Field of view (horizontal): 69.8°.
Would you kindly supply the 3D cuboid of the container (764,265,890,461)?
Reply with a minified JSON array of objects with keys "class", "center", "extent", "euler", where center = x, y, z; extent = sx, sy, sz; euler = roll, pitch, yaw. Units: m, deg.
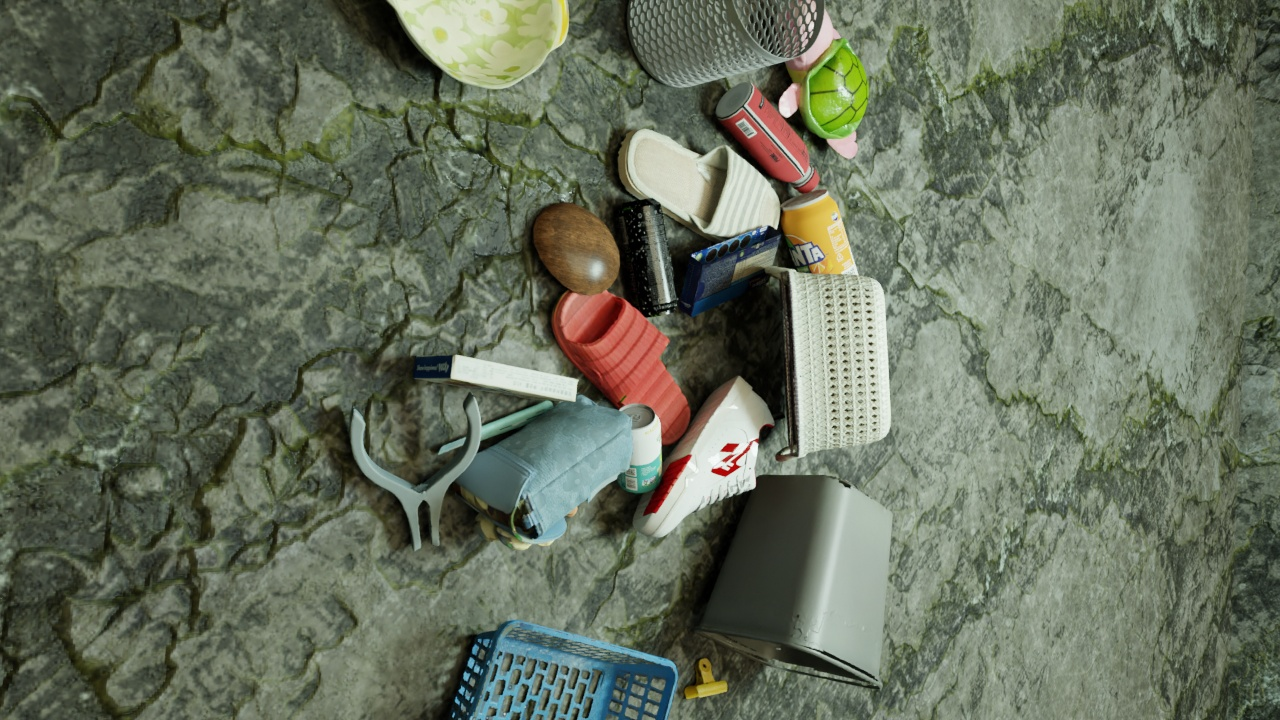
[{"class":"container","center":[0.237,0.001,1.175],"extent":[0.184,0.143,0.251],"euler":[-9,96,-83]}]

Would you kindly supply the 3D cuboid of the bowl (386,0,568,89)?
[{"class":"bowl","center":[-0.178,-0.367,0.930],"extent":[0.218,0.060,0.188],"euler":[1,89,-40]}]

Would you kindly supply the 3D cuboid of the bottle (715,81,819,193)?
[{"class":"bottle","center":[0.176,-0.288,1.219],"extent":[0.176,0.062,0.062],"euler":[38,67,-33]}]

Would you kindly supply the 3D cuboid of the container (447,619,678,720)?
[{"class":"container","center":[-0.121,0.467,0.969],"extent":[0.257,0.089,0.361],"euler":[28,73,-36]}]

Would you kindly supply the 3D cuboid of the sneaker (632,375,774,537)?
[{"class":"sneaker","center":[0.091,0.136,1.123],"extent":[0.104,0.091,0.235],"euler":[41,59,-8]}]

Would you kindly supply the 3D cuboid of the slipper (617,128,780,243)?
[{"class":"slipper","center":[0.085,-0.215,1.155],"extent":[0.272,0.054,0.114],"euler":[13,87,-38]}]

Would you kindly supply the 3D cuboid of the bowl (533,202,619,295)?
[{"class":"bowl","center":[-0.065,-0.130,1.027],"extent":[0.114,0.026,0.101],"euler":[49,53,-11]}]

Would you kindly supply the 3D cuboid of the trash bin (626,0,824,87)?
[{"class":"trash bin","center":[0.092,-0.409,1.070],"extent":[0.156,0.184,0.156],"euler":[0,91,-39]}]

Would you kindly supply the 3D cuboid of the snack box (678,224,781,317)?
[{"class":"snack box","center":[0.115,-0.115,1.169],"extent":[0.149,0.027,0.082],"euler":[-24,142,-36]}]

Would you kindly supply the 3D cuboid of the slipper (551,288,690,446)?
[{"class":"slipper","center":[-0.006,0.006,1.077],"extent":[0.249,0.059,0.103],"euler":[51,61,-29]}]

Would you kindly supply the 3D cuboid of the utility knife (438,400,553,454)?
[{"class":"utility knife","center":[-0.154,0.072,0.987],"extent":[0.147,0.015,0.022],"euler":[-20,135,-36]}]

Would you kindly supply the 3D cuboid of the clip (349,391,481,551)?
[{"class":"clip","center":[-0.243,0.099,0.895],"extent":[0.164,0.031,0.173],"euler":[16,96,-22]}]

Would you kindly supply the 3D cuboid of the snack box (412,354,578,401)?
[{"class":"snack box","center":[-0.148,0.019,0.946],"extent":[0.149,0.082,0.026],"euler":[12,82,-38]}]

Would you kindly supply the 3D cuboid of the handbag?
[{"class":"handbag","center":[-0.095,0.123,0.976],"extent":[0.191,0.122,0.119],"euler":[-33,128,-36]}]

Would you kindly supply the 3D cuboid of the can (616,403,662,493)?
[{"class":"can","center":[-0.003,0.103,1.061],"extent":[0.054,0.055,0.102],"euler":[-33,136,-34]}]

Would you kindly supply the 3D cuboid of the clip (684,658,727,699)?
[{"class":"clip","center":[0.084,0.412,1.178],"extent":[0.054,0.048,0.046],"euler":[6,112,-38]}]

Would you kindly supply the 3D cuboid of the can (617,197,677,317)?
[{"class":"can","center":[0.009,-0.122,1.090],"extent":[0.053,0.054,0.138],"euler":[-18,102,-38]}]

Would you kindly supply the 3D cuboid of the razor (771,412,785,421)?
[{"class":"razor","center":[0.159,0.085,1.238],"extent":[0.105,0.026,0.042],"euler":[-13,97,-43]}]

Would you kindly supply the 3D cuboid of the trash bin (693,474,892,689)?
[{"class":"trash bin","center":[0.212,0.278,1.185],"extent":[0.197,0.198,0.219],"euler":[34,63,-35]}]

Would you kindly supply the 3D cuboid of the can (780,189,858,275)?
[{"class":"can","center":[0.247,-0.157,1.267],"extent":[0.078,0.079,0.142],"euler":[-34,111,-34]}]

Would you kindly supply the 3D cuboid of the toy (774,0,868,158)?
[{"class":"toy","center":[0.256,-0.392,1.268],"extent":[0.189,0.088,0.238],"euler":[-51,126,-26]}]
